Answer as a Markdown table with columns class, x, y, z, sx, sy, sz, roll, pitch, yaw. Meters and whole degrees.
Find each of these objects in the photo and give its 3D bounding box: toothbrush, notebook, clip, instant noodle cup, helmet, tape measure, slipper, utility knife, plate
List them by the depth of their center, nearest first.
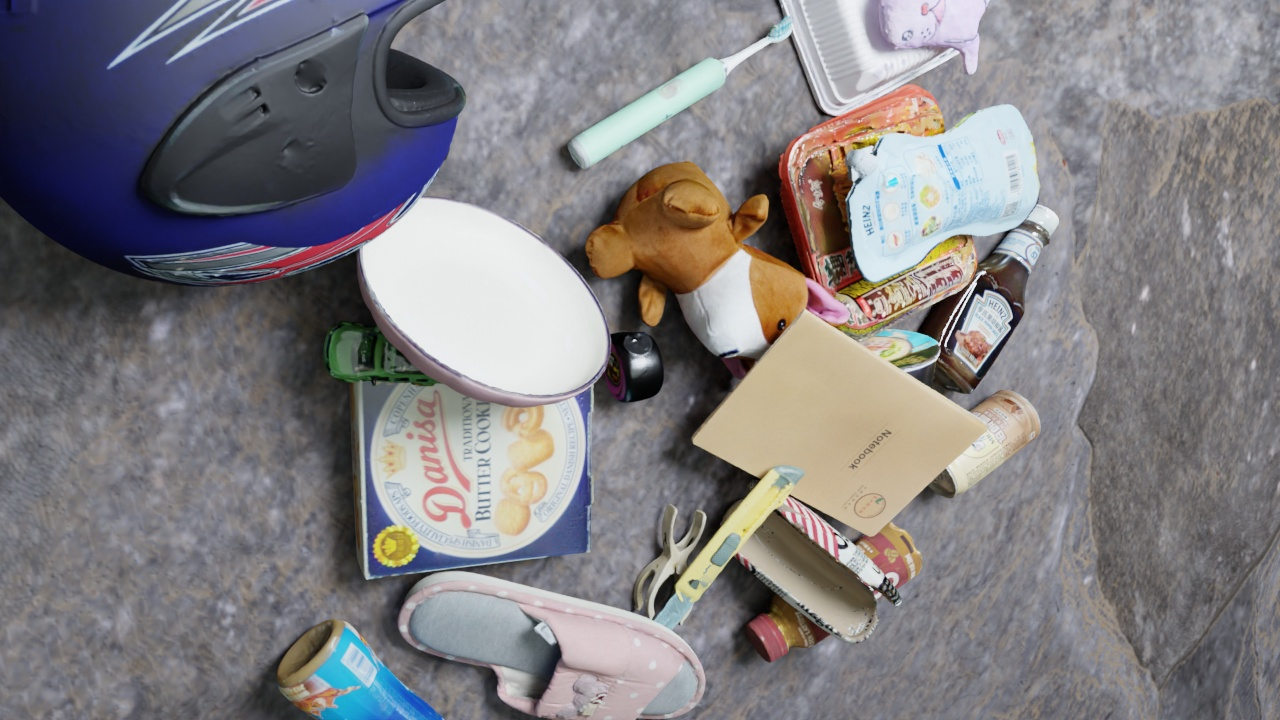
| class | x | y | z | sx | sy | sz | roll | pitch | yaw |
| --- | --- | --- | --- | --- | --- | --- | --- | --- | --- |
| helmet | -0.220 | -0.175 | 0.534 | 0.314 | 0.247 | 0.241 | -26 | 133 | -21 |
| plate | -0.112 | -0.037 | 0.650 | 0.192 | 0.192 | 0.039 | 22 | 127 | -24 |
| slipper | -0.065 | 0.244 | 0.742 | 0.274 | 0.054 | 0.114 | 27 | 116 | -21 |
| toothbrush | 0.037 | -0.220 | 0.746 | 0.224 | 0.027 | 0.026 | -34 | 72 | -14 |
| tape measure | -0.004 | 0.004 | 0.747 | 0.039 | 0.057 | 0.058 | -10 | 93 | -22 |
| notebook | 0.166 | 0.060 | 0.761 | 0.207 | 0.008 | 0.148 | 29 | 116 | -21 |
| utility knife | 0.067 | 0.163 | 0.776 | 0.031 | 0.021 | 0.198 | 38 | 99 | -11 |
| instant noodle cup | 0.216 | -0.306 | 0.791 | 0.173 | 0.060 | 0.138 | -31 | 108 | -17 |
| instant noodle cup | 0.197 | -0.127 | 0.799 | 0.164 | 0.079 | 0.189 | -25 | 108 | -18 |
| clip | 0.038 | 0.183 | 0.805 | 0.081 | 0.035 | 0.104 | 31 | 84 | -22 |
| instant noodle cup | 0.212 | 0.045 | 0.824 | 0.111 | 0.111 | 0.120 | -15 | 112 | -20 |

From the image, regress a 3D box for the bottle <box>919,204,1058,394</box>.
| class | x | y | z | sx | sy | sz | roll | pitch | yaw |
| --- | --- | --- | --- | --- | --- | --- | --- | --- | --- |
| bottle | 0.339 | -0.064 | 0.887 | 0.080 | 0.044 | 0.194 | 38 | 82 | -24 |

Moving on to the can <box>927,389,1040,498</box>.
| class | x | y | z | sx | sy | sz | roll | pitch | yaw |
| --- | --- | --- | --- | --- | --- | --- | --- | --- | --- |
| can | 0.329 | 0.080 | 0.896 | 0.116 | 0.058 | 0.058 | -32 | 109 | -16 |

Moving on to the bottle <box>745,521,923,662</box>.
| class | x | y | z | sx | sy | sz | roll | pitch | yaw |
| --- | --- | --- | --- | --- | --- | --- | --- | --- | --- |
| bottle | 0.179 | 0.217 | 0.855 | 0.174 | 0.057 | 0.057 | -29 | 108 | -16 |

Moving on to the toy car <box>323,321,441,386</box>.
| class | x | y | z | sx | sy | sz | roll | pitch | yaw |
| --- | --- | --- | --- | --- | --- | --- | --- | --- | --- |
| toy car | -0.173 | -0.004 | 0.640 | 0.091 | 0.036 | 0.043 | 4 | 95 | -19 |

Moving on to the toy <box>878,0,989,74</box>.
| class | x | y | z | sx | sy | sz | roll | pitch | yaw |
| --- | --- | --- | --- | --- | --- | --- | --- | --- | --- |
| toy | 0.239 | -0.282 | 0.750 | 0.108 | 0.039 | 0.084 | -2 | 107 | -23 |

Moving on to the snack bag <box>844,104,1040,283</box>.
| class | x | y | z | sx | sy | sz | roll | pitch | yaw |
| --- | --- | --- | --- | --- | --- | --- | --- | --- | --- |
| snack bag | 0.246 | -0.140 | 0.754 | 0.190 | 0.039 | 0.110 | -19 | 113 | -22 |

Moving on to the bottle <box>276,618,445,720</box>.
| class | x | y | z | sx | sy | sz | roll | pitch | yaw |
| --- | --- | --- | --- | --- | --- | --- | --- | --- | --- |
| bottle | -0.186 | 0.294 | 0.713 | 0.065 | 0.065 | 0.219 | -41 | 112 | -12 |

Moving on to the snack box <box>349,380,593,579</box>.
| class | x | y | z | sx | sy | sz | roll | pitch | yaw |
| --- | --- | --- | --- | --- | --- | --- | --- | --- | --- |
| snack box | -0.128 | 0.069 | 0.712 | 0.182 | 0.046 | 0.178 | -3 | 99 | -23 |

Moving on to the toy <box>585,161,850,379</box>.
| class | x | y | z | sx | sy | sz | roll | pitch | yaw |
| --- | --- | --- | --- | --- | --- | --- | --- | --- | --- |
| toy | 0.063 | -0.063 | 0.733 | 0.199 | 0.140 | 0.130 | 41 | 41 | -30 |

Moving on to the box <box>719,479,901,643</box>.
| class | x | y | z | sx | sy | sz | roll | pitch | yaw |
| --- | --- | --- | --- | --- | --- | --- | --- | --- | --- |
| box | 0.143 | 0.180 | 0.805 | 0.163 | 0.076 | 0.087 | 36 | 93 | 7 |
